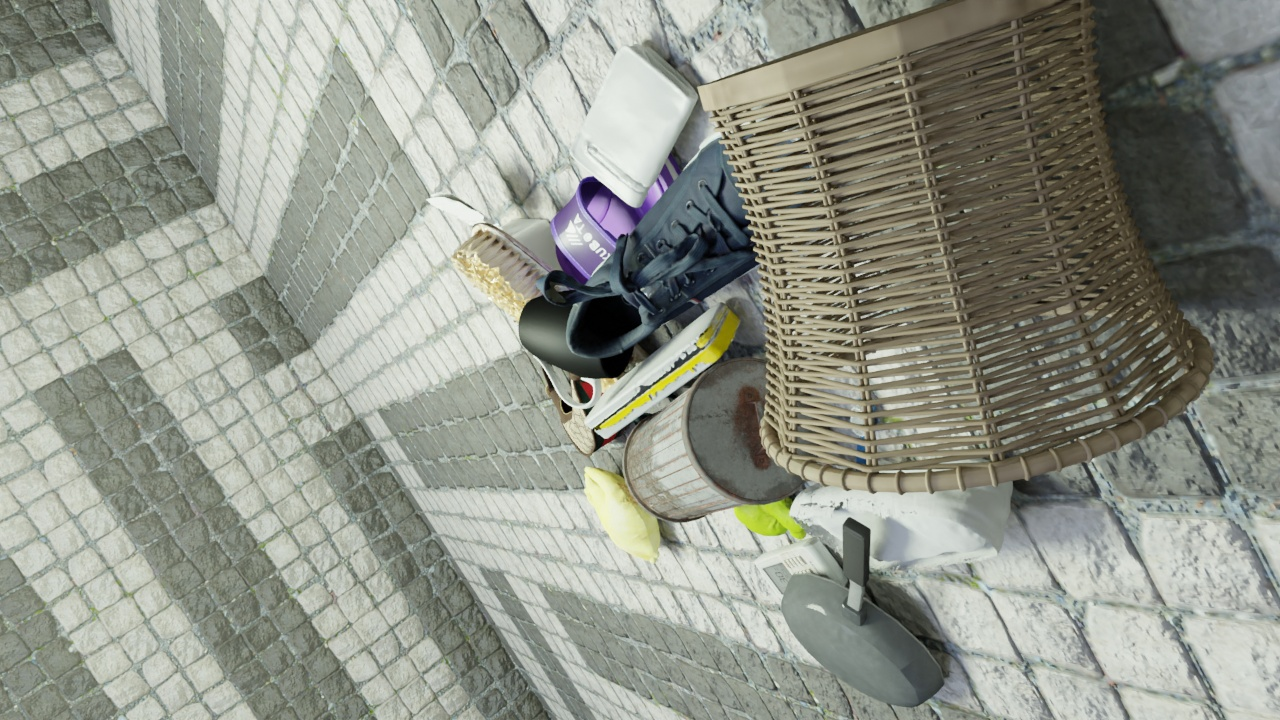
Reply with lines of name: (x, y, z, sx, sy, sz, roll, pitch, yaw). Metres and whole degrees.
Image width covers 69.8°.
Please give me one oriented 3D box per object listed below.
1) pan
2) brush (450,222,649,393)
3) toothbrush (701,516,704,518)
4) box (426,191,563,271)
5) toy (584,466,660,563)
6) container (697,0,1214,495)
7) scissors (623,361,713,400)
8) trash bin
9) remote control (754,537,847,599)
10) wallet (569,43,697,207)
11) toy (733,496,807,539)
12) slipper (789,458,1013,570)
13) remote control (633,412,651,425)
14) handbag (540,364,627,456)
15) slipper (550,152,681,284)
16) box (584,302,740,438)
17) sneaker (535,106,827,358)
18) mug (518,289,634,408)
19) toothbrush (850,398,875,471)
pan: (0.198, 0.237, 0.856, 0.179, 0.041, 0.358, 29, 155, 29)
brush: (-0.088, -0.045, 1.005, 0.271, 0.056, 0.083, 41, 160, -13)
toothbrush: (0.029, 0.170, 1.189, 0.167, 0.016, 0.016, 20, 138, 52)
box: (-0.158, -0.143, 1.074, 0.190, 0.083, 0.111, 50, 158, -28)
toy: (-0.025, 0.218, 1.283, 0.155, 0.064, 0.171, 46, 159, 17)
container: (0.148, -0.073, 0.469, 0.227, 0.226, 0.196, 8, 120, 58)
scissors: (-0.003, 0.018, 0.962, 0.170, 0.012, 0.132, -13, 132, 27)
trash bin: (0.072, 0.083, 0.877, 0.131, 0.130, 0.212, 55, 156, 2)
remote control: (0.172, 0.228, 0.994, 0.060, 0.025, 0.139, 53, 155, 5)
wallet: (-0.003, -0.194, 0.759, 0.086, 0.032, 0.116, 48, 130, 13)
toy: (0.134, 0.157, 0.968, 0.094, 0.036, 0.094, 45, 148, 8)
slipper: (0.204, 0.121, 0.753, 0.112, 0.074, 0.247, 49, 155, -4)
remote control: (0.041, 0.109, 1.042, 0.041, 0.020, 0.152, 6, 145, 44)
handbag: (-0.080, 0.050, 1.189, 0.138, 0.063, 0.167, 56, 161, 11)
slipper: (-0.044, -0.114, 0.897, 0.107, 0.083, 0.267, 56, 155, 0)
box: (0.018, 0.014, 0.892, 0.033, 0.064, 0.210, 42, 135, -11)
sneaker: (0.022, -0.081, 0.717, 0.120, 0.127, 0.296, 45, 137, -6)
mug: (-0.068, -0.013, 0.916, 0.100, 0.084, 0.119, 9, 97, 23)
toothbrush: (0.195, 0.096, 0.810, 0.016, 0.014, 0.167, 35, 148, 38)
